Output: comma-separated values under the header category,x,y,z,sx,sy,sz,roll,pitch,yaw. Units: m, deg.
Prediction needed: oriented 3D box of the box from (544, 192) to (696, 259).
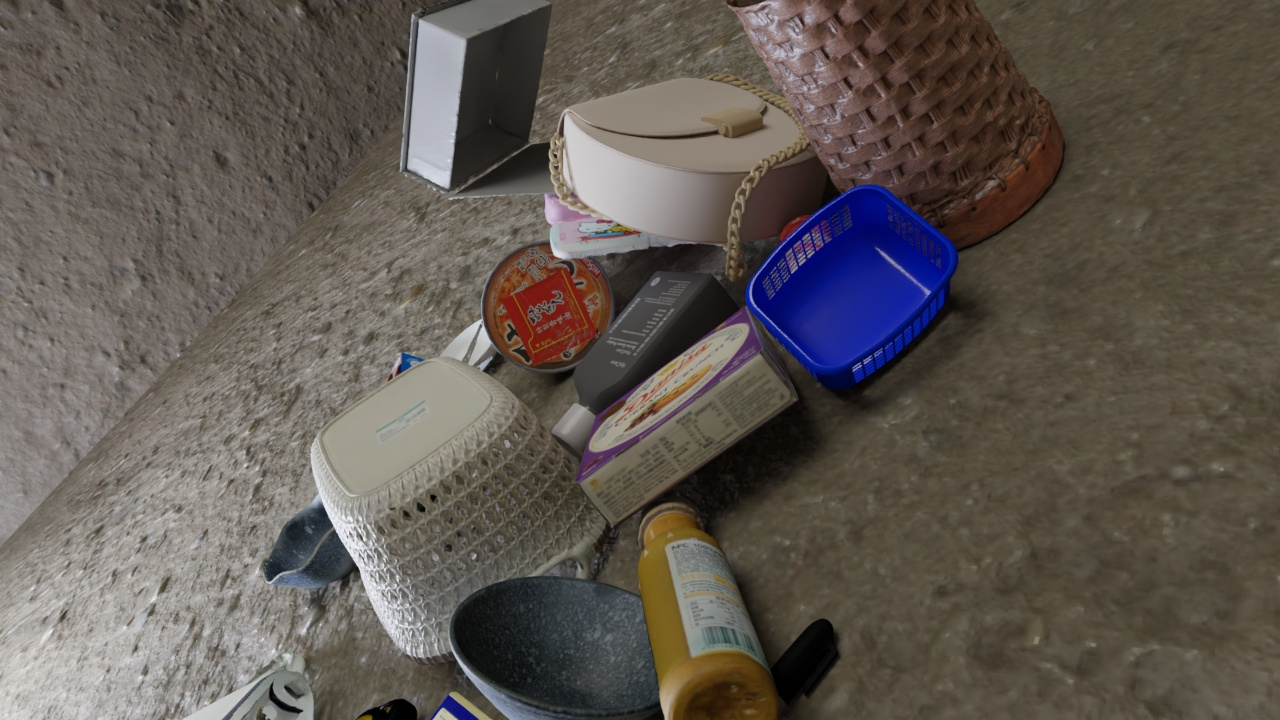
category,x,y,z,sx,sy,sz,roll,pitch,yaw
box,0.013,-0.142,0.845,0.201,0.038,0.152,-9,25,-5

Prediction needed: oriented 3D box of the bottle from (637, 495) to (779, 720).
category,x,y,z,sx,sy,sz,roll,pitch,yaw
bottle,0.027,0.130,0.495,0.053,0.053,0.186,-39,18,6

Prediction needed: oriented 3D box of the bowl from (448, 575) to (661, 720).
category,x,y,z,sx,sy,sz,roll,pitch,yaw
bowl,-0.041,0.177,0.508,0.137,0.137,0.057,-144,61,-63

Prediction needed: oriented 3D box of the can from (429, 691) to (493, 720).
category,x,y,z,sx,sy,sz,roll,pitch,yaw
can,-0.098,0.247,0.505,0.116,0.056,0.092,4,50,55

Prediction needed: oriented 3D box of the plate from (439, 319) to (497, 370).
category,x,y,z,sx,sy,sz,roll,pitch,yaw
plate,-0.188,-0.003,1.021,0.104,0.026,0.104,-32,29,20

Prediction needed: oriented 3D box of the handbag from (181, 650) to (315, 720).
category,x,y,z,sx,sy,sz,roll,pitch,yaw
handbag,-0.319,0.298,0.729,0.151,0.074,0.175,-31,10,18

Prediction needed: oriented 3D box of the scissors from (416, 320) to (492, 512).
category,x,y,z,sx,sy,sz,roll,pitch,yaw
scissors,-0.193,0.063,0.883,0.202,0.015,0.202,-32,43,50

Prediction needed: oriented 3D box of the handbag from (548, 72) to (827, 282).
category,x,y,z,sx,sy,sz,roll,pitch,yaw
handbag,0.050,-0.167,0.780,0.209,0.103,0.210,29,40,32

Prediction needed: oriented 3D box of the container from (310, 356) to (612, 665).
category,x,y,z,sx,sy,sz,roll,pitch,yaw
container,-0.143,0.098,0.686,0.184,0.143,0.246,-36,24,-17

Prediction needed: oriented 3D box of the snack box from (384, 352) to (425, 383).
category,x,y,z,sx,sy,sz,roll,pitch,yaw
snack box,-0.240,0.070,0.910,0.087,0.034,0.151,-57,29,25

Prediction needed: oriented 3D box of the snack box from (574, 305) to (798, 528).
category,x,y,z,sx,sy,sz,roll,pitch,yaw
snack box,0.030,0.033,0.621,0.143,0.040,0.148,-37,10,10

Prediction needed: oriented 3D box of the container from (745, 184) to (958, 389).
category,x,y,z,sx,sy,sz,roll,pitch,yaw
container,0.135,-0.043,0.584,0.114,0.058,0.096,-42,64,0

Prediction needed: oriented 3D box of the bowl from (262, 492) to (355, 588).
category,x,y,z,sx,sy,sz,roll,pitch,yaw
bowl,-0.302,0.177,0.876,0.110,0.055,0.110,-32,28,19

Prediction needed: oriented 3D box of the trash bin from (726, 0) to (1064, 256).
category,x,y,z,sx,sy,sz,roll,pitch,yaw
trash bin,0.173,-0.195,0.622,0.151,0.210,0.151,-31,29,19

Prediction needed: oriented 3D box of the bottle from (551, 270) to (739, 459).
category,x,y,z,sx,sy,sz,roll,pitch,yaw
bottle,-0.004,0.004,0.745,0.173,0.046,0.084,-50,28,-15

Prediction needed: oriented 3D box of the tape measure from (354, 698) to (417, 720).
category,x,y,z,sx,sy,sz,roll,pitch,yaw
tape measure,-0.181,0.263,0.614,0.061,0.034,0.061,-35,27,17

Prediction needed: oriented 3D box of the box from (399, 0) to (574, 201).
category,x,y,z,sx,sy,sz,roll,pitch,yaw
box,-0.055,-0.167,0.924,0.174,0.422,0.167,-42,6,41

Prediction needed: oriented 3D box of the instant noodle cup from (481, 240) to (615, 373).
category,x,y,z,sx,sy,sz,roll,pitch,yaw
instant noodle cup,-0.097,-0.061,0.899,0.123,0.123,0.122,-43,18,-1

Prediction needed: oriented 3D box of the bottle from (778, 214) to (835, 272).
category,x,y,z,sx,sy,sz,roll,pitch,yaw
bottle,0.129,-0.066,0.677,0.044,0.044,0.109,-30,29,22

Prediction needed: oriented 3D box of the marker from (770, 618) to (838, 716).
category,x,y,z,sx,sy,sz,roll,pitch,yaw
marker,0.052,0.183,0.447,0.022,0.016,0.138,31,75,38
